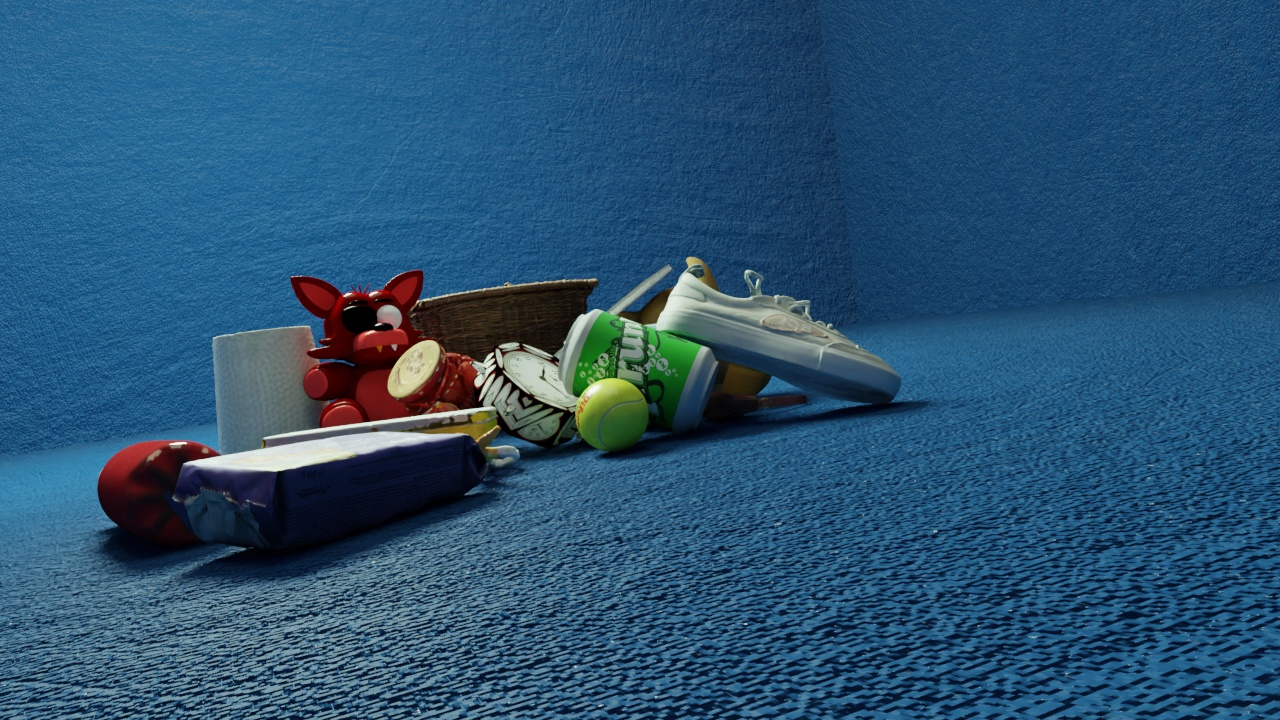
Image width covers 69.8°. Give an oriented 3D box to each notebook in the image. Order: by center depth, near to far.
[{"bbox_3d":[-0.058,-0.040,1.123,0.209,0.008,0.141,-40,5,-14],"label":"notebook"}]

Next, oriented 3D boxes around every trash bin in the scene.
[{"bbox_3d":[-0.420,0.047,1.049,0.133,0.161,0.133,-8,2,0],"label":"trash bin"}]

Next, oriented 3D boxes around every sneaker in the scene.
[{"bbox_3d":[0.141,-0.031,0.898,0.242,0.090,0.089,18,-15,10],"label":"sneaker"}]

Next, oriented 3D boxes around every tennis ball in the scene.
[{"bbox_3d":[-0.025,0.049,0.817,0.065,0.065,0.065,-8,2,0],"label":"tennis ball"}]

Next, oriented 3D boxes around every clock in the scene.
[{"bbox_3d":[-0.098,0.042,0.930,0.154,0.065,0.114,11,30,-46],"label":"clock"}]

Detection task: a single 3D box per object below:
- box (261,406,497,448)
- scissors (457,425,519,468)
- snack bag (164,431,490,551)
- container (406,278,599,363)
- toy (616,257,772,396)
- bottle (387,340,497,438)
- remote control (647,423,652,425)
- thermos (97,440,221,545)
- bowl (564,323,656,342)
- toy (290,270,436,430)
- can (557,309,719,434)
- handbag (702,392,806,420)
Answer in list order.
[{"bbox_3d":[-0.234,0.070,0.833,0.209,0.033,0.064,-6,2,2],"label":"box"},{"bbox_3d":[-0.127,0.074,0.762,0.096,0.012,0.133,-3,-20,-30],"label":"scissors"},{"bbox_3d":[-0.204,0.086,0.636,0.096,0.058,0.205,-2,2,31],"label":"snack bag"},{"bbox_3d":[-0.186,-0.004,1.234,0.249,0.183,0.162,-10,4,-30],"label":"container"},{"bbox_3d":[0.081,-0.011,1.104,0.162,0.199,0.203,7,15,-28],"label":"toy"},{"bbox_3d":[-0.197,0.043,0.945,0.099,0.098,0.111,-6,-37,36],"label":"bottle"},{"bbox_3d":[-0.003,0.059,1.010,0.144,0.024,0.049,-4,4,42],"label":"remote control"},{"bbox_3d":[-0.385,0.099,0.720,0.073,0.073,0.240,-10,2,-38],"label":"thermos"},{"bbox_3d":[-0.006,0.006,0.994,0.144,0.074,0.144,-9,-2,0],"label":"bowl"},{"bbox_3d":[-0.301,-0.005,1.040,0.158,0.197,0.121,-8,-6,-30],"label":"toy"},{"bbox_3d":[-0.002,0.010,0.880,0.140,0.088,0.087,20,7,9],"label":"can"},{"bbox_3d":[0.126,0.044,0.968,0.119,0.029,0.055,-4,-2,-25],"label":"handbag"}]
